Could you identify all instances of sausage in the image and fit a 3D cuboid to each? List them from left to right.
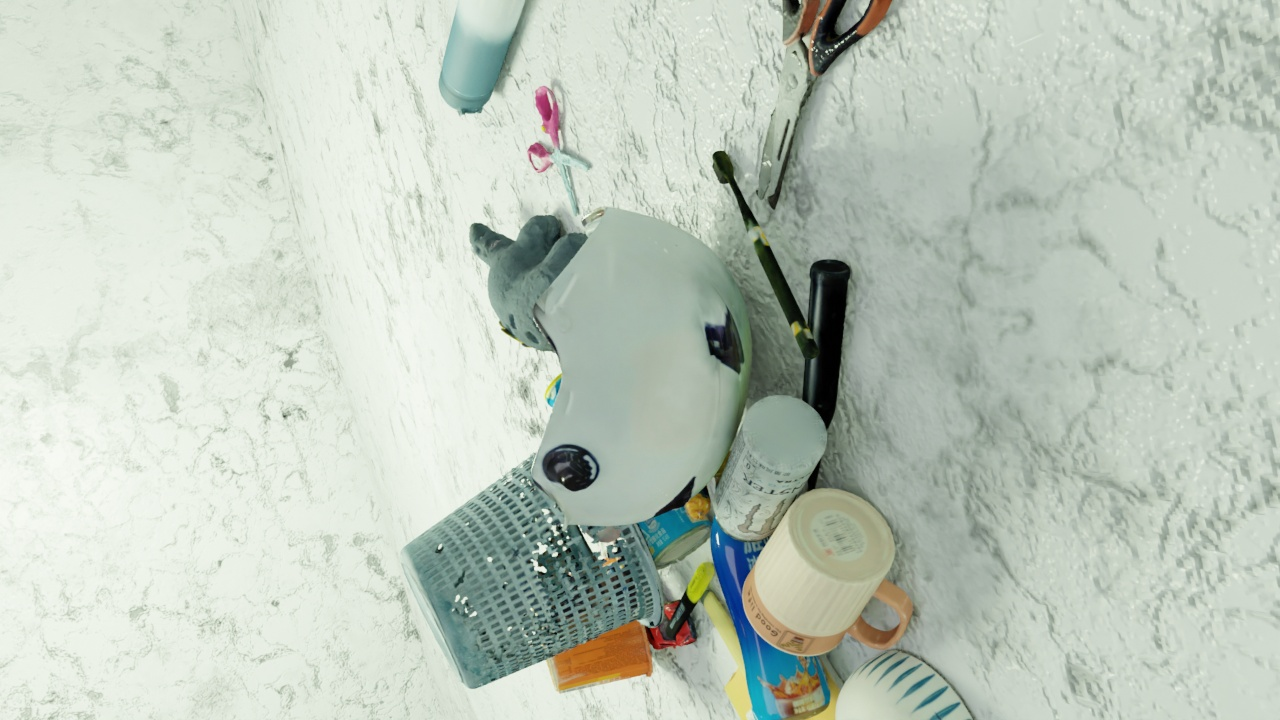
[{"bbox_3d":[0.041,0.086,0.798,0.165,0.021,0.021,-102,8,-61],"label":"sausage"}]

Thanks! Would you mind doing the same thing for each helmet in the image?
[{"bbox_3d":[0.011,0.014,0.707,0.228,0.146,0.259,-71,-15,-66],"label":"helmet"}]

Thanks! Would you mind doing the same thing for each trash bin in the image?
[{"bbox_3d":[-0.117,0.206,0.897,0.226,0.194,0.227,48,154,34],"label":"trash bin"}]

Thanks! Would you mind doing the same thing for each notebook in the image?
[{"bbox_3d":[0.140,0.323,0.831,0.146,0.010,0.207,56,150,29],"label":"notebook"}]

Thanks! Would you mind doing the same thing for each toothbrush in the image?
[{"bbox_3d":[0.086,-0.078,0.650,0.017,0.012,0.185,103,152,-58],"label":"toothbrush"},{"bbox_3d":[0.128,0.031,0.653,0.027,0.026,0.213,-132,34,-53],"label":"toothbrush"}]

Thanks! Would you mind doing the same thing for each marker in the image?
[{"bbox_3d":[0.047,0.246,0.935,0.018,0.015,0.124,58,140,37],"label":"marker"}]

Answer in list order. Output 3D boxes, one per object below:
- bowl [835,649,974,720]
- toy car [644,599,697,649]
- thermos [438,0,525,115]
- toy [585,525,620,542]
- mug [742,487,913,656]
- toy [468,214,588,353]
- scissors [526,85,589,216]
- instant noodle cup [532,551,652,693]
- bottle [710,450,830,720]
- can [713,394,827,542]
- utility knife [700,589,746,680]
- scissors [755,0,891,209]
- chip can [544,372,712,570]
[{"bbox_3d":[0.181,0.275,0.656,0.116,0.066,0.117,42,141,46],"label":"bowl"},{"bbox_3d":[0.030,0.291,1.007,0.049,0.031,0.107,67,152,10],"label":"toy car"},{"bbox_3d":[-0.168,-0.340,0.960,0.070,0.070,0.221,68,154,10],"label":"thermos"},{"bbox_3d":[-0.040,0.126,1.014,0.121,0.054,0.160,55,139,30],"label":"toy"},{"bbox_3d":[0.140,0.162,0.663,0.114,0.081,0.106,32,139,15],"label":"mug"},{"bbox_3d":[-0.103,-0.081,0.968,0.357,0.091,0.138,23,114,55],"label":"toy"},{"bbox_3d":[-0.089,-0.212,0.942,0.136,0.017,0.133,2,111,60],"label":"scissors"},{"bbox_3d":[-0.061,0.311,1.070,0.151,0.111,0.151,164,91,-78],"label":"instant noodle cup"},{"bbox_3d":[0.097,0.182,0.757,0.065,0.065,0.218,-33,70,63],"label":"bottle"},{"bbox_3d":[0.091,0.083,0.674,0.058,0.058,0.147,59,161,25],"label":"can"},{"bbox_3d":[0.091,0.275,0.869,0.162,0.018,0.031,-118,26,-53],"label":"utility knife"},{"bbox_3d":[0.109,-0.182,0.568,0.194,0.015,0.206,10,115,61],"label":"scissors"},{"bbox_3d":[-0.013,0.099,0.904,0.210,0.071,0.071,55,149,24],"label":"chip can"}]
